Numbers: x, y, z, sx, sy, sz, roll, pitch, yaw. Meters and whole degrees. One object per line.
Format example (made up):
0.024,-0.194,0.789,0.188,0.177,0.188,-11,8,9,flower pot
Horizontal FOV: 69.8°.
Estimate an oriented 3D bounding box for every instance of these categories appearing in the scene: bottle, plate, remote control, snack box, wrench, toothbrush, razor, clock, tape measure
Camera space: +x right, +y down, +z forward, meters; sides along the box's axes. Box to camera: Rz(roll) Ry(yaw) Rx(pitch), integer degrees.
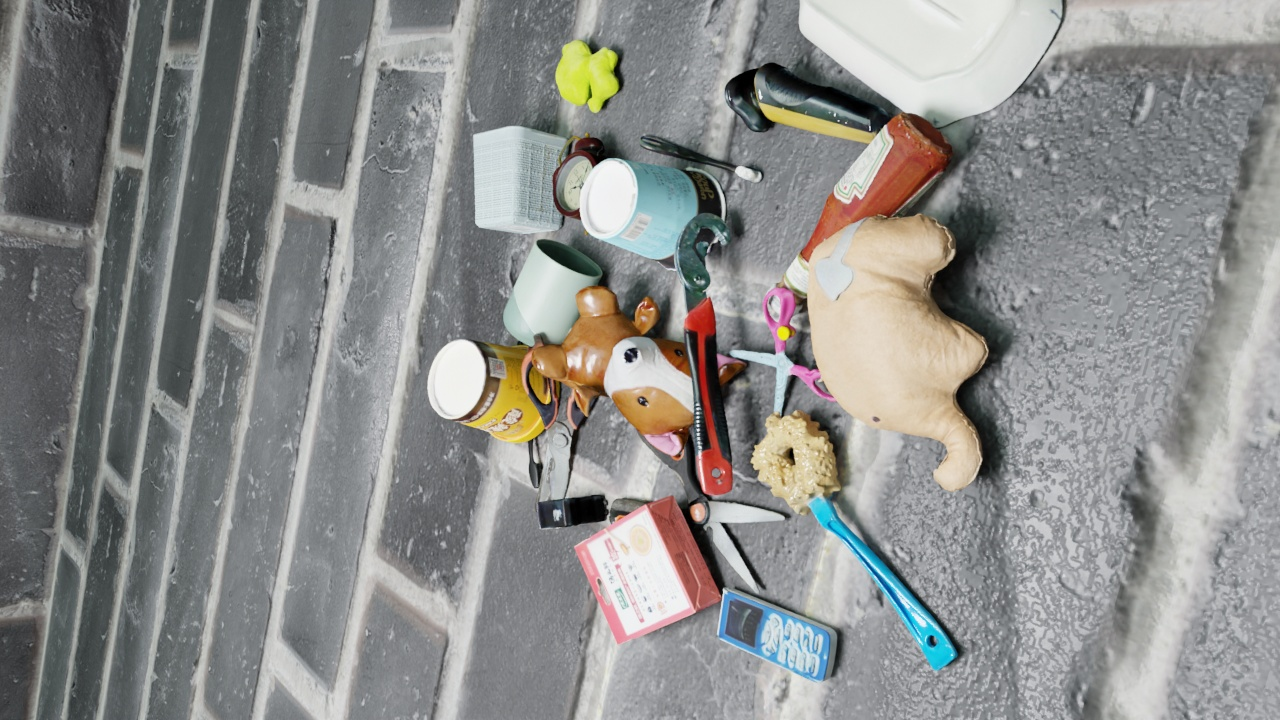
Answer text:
0.181,-0.118,0.797,0.207,0.059,0.059,-53,53,35,bottle
0.229,-0.315,0.784,0.162,0.034,0.265,-55,53,26,plate
0.123,0.250,0.841,0.125,0.024,0.049,12,94,43,remote control
0.005,0.213,0.927,0.127,0.044,0.113,-37,73,42,snack box
0.063,-0.010,0.870,0.016,0.056,0.273,143,127,-71,wrench
-0.135,0.064,1.118,0.014,0.016,0.188,-20,69,31,toothbrush
0.154,-0.229,0.843,0.167,0.062,0.068,29,136,36,razor
-0.060,-0.203,1.038,0.082,0.055,0.122,-45,56,32,clock
0.056,-0.212,0.955,0.181,0.018,0.016,29,109,43,toothbrush
-0.081,0.168,1.016,0.066,0.065,0.033,-15,78,41,tape measure

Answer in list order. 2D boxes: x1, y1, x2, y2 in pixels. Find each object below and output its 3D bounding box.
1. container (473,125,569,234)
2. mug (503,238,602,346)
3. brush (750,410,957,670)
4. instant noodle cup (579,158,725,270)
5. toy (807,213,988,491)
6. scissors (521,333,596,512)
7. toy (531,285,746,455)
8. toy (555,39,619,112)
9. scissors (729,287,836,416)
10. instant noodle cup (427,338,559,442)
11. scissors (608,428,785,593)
-0.145,-0.213,1.099,0.090,0.089,0.111,3,90,44,container
-0.092,-0.065,1.046,0.112,0.082,0.106,32,110,10,mug
0.181,0.149,0.789,0.083,0.045,0.254,-52,58,29,brush
0.006,-0.153,0.924,0.111,0.120,0.111,-5,82,43,instant noodle cup
0.207,-0.005,0.744,0.144,0.082,0.226,-17,89,48,toy
-0.103,0.072,1.045,0.205,0.199,0.015,-41,14,8,scissors
-0.005,0.005,0.925,0.199,0.130,0.140,33,84,27,toy
-0.065,-0.332,1.071,0.100,0.031,0.096,-9,82,43,toy
0.135,0.000,0.839,0.135,0.017,0.133,20,118,37,scissors
-0.175,0.031,1.073,0.119,0.114,0.118,-9,73,33,instant noodle cup
0.045,0.139,0.928,0.222,0.021,0.227,-28,67,39,scissors
